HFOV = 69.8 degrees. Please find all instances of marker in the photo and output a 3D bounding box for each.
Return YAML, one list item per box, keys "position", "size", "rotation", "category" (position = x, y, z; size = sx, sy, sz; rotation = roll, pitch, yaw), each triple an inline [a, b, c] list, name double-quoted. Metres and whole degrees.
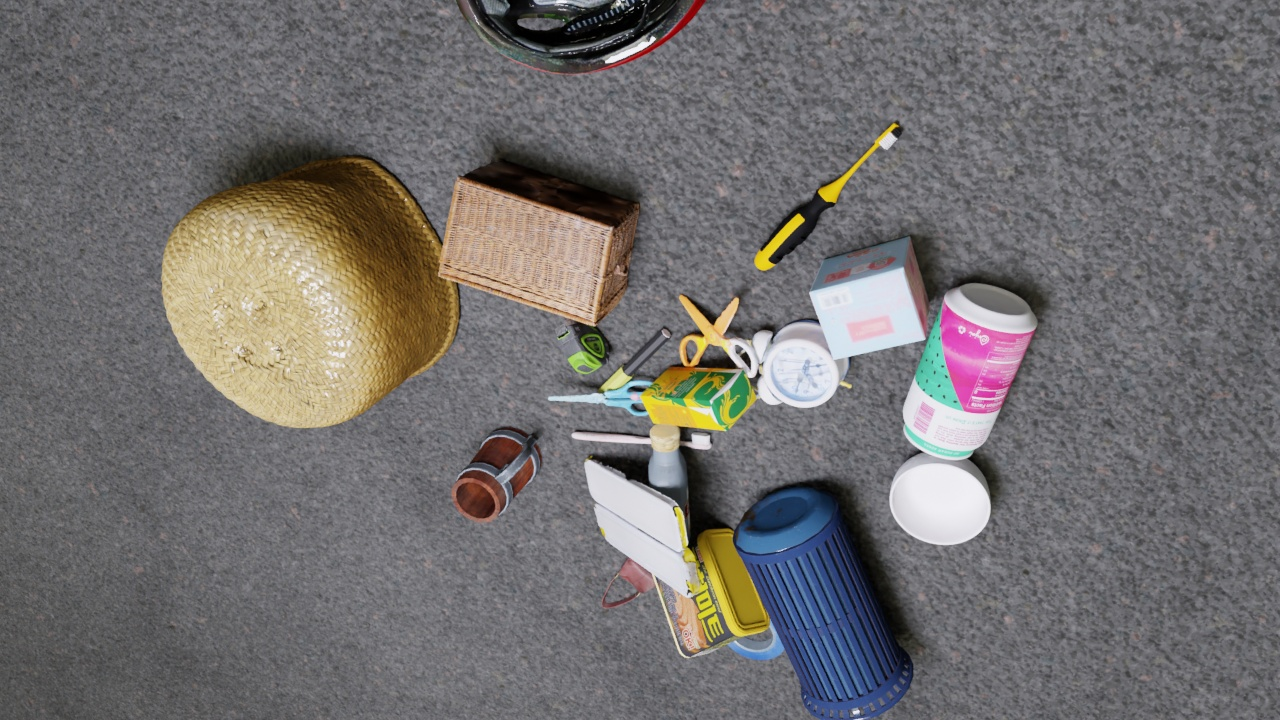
- position: [-0.006, 0.006, 1.080]
  size: [0.021, 0.017, 0.124]
  rotation: [42, 123, -5]
  category: "marker"

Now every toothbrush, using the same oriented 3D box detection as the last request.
- position: [-0.001, 0.094, 1.127]
  size: [0.181, 0.015, 0.018]
  rotation: [1, 110, 19]
  category: "toothbrush"
- position: [0.183, -0.161, 0.916]
  size: [0.197, 0.031, 0.031]
  rotation: [-46, 70, 29]
  category: "toothbrush"

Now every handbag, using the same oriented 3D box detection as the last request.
- position: [-0.019, 0.306, 1.243]
  size: [0.055, 0.029, 0.120]
  rotation: [40, 128, 0]
  category: "handbag"

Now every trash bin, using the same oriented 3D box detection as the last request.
- position: [0.210, 0.279, 1.074]
  size: [0.139, 0.139, 0.249]
  rotation: [-17, 108, 27]
  category: "trash bin"

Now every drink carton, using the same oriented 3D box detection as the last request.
- position: [0.061, 0.041, 1.023]
  size: [0.123, 0.058, 0.041]
  rotation: [3, 127, 48]
  category: "drink carton"

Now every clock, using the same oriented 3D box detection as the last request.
- position: [0.164, 0.006, 0.998]
  size: [0.126, 0.051, 0.089]
  rotation: [-5, 114, 27]
  category: "clock"

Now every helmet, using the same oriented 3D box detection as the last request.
- position: [-0.043, -0.372, 0.806]
  size: [0.273, 0.166, 0.217]
  rotation: [-17, 110, 27]
  category: "helmet"

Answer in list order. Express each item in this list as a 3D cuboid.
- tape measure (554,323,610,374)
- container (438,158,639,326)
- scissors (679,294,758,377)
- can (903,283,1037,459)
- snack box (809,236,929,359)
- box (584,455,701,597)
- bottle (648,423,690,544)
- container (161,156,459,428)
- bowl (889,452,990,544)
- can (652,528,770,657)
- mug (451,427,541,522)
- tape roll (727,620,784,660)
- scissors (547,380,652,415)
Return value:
- position: [-0.067, -0.013, 1.066]
  size: [0.036, 0.065, 0.058]
  rotation: [-30, 79, 27]
  category: "tape measure"
- position: [-0.106, -0.131, 0.989]
  size: [0.198, 0.113, 0.113]
  rotation: [19, 117, 9]
  category: "container"
- position: [0.083, -0.024, 1.013]
  size: [0.128, 0.011, 0.126]
  rotation: [47, 137, 18]
  category: "scissors"
- position: [0.324, 0.011, 0.916]
  size: [0.088, 0.088, 0.166]
  rotation: [17, 121, 11]
  category: "can"
- position: [0.230, -0.062, 0.910]
  size: [0.093, 0.094, 0.079]
  rotation: [-14, 111, 26]
  category: "snack box"
- position: [-0.002, 0.196, 1.108]
  size: [0.210, 0.023, 0.127]
  rotation: [20, 131, 56]
  category: "box"
- position: [0.034, 0.146, 1.096]
  size: [0.046, 0.072, 0.161]
  rotation: [-4, 124, 2]
  category: "bottle"
- position: [-0.394, -0.070, 1.085]
  size: [0.307, 0.196, 0.307]
  rotation: [10, 121, 17]
  category: "container"
- position: [0.329, 0.145, 1.006]
  size: [0.105, 0.054, 0.105]
  rotation: [8, 117, 16]
  category: "bowl"
- position: [0.084, 0.289, 1.135]
  size: [0.101, 0.072, 0.130]
  rotation: [-38, 61, 34]
  category: "can"
- position: [-0.172, 0.137, 1.156]
  size: [0.081, 0.110, 0.118]
  rotation: [47, 122, -7]
  category: "mug"
- position: [0.148, 0.352, 1.205]
  size: [0.093, 0.016, 0.091]
  rotation: [18, 121, 11]
  category: "tape roll"
- position: [-0.043, 0.045, 1.097]
  size: [0.137, 0.015, 0.057]
  rotation: [2, 133, 2]
  category: "scissors"
